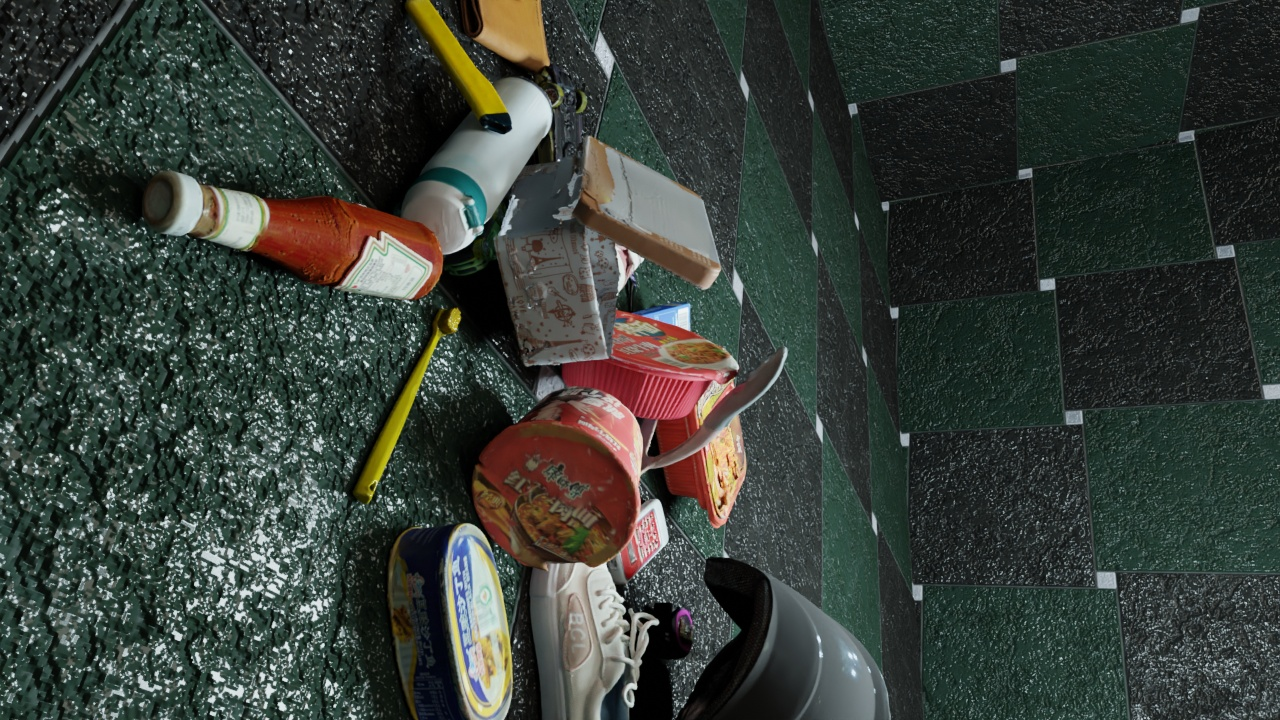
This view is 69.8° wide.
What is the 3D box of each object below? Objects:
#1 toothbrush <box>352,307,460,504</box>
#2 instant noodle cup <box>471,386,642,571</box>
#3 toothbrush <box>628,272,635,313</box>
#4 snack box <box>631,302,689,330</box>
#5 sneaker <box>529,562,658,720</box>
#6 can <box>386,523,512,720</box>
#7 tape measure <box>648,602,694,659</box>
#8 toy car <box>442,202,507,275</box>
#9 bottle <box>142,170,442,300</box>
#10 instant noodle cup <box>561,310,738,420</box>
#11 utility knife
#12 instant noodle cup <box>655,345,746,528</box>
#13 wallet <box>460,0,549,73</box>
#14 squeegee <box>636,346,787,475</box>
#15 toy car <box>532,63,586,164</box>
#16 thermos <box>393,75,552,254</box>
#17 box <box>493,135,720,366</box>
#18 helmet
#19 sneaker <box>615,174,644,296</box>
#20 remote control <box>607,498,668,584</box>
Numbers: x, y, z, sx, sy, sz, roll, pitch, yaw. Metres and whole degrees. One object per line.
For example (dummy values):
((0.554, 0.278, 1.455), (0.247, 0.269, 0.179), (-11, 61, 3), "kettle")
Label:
((-0.169, 0.026, 0.681), (0.016, 0.017, 0.189), (60, 30, -37), "toothbrush")
((-0.060, 0.089, 0.773), (0.108, 0.138, 0.138), (-65, 139, -65), "instant noodle cup")
((-0.011, -0.112, 1.108), (0.014, 0.017, 0.189), (21, 60, -64), "toothbrush")
((0.015, -0.018, 1.072), (0.156, 0.026, 0.084), (-19, 111, -60), "snack box")
((-0.037, 0.246, 0.803), (0.089, 0.091, 0.242), (30, 52, -62), "sneaker")
((-0.134, 0.190, 0.653), (0.074, 0.049, 0.148), (-5, 86, -66), "can")
((0.035, 0.299, 1.009), (0.058, 0.039, 0.057), (55, 33, -45), "tape measure")
((-0.138, -0.101, 0.773), (0.091, 0.043, 0.036), (-73, 151, -50), "toy car")
((-0.211, -0.078, 0.582), (0.205, 0.060, 0.059), (9, 72, -62), "bottle")
((-0.005, 0.005, 0.905), (0.193, 0.194, 0.066), (-21, 128, -66), "instant noodle cup")
((-0.155, -0.250, 0.764), (0.033, 0.015, 0.164), (-18, 70, -47), "utility knife")
((0.076, 0.093, 1.129), (0.164, 0.079, 0.189), (-47, 128, -62), "instant noodle cup")
((-0.136, -0.356, 0.906), (0.130, 0.035, 0.119), (-3, 89, -67), "wallet")
((0.063, 0.064, 0.919), (0.040, 0.250, 0.246), (43, 34, -11), "squeegee")
((-0.085, -0.222, 0.945), (0.070, 0.042, 0.158), (-21, 110, -67), "toy car")
((-0.137, -0.166, 0.770), (0.223, 0.073, 0.073), (-72, 144, -51), "thermos")
((-0.019, -0.108, 0.810), (0.182, 0.181, 0.154), (-87, 171, -57), "box")
((0.111, 0.344, 0.898), (0.232, 0.230, 0.275), (-53, 166, -30), "helmet")
((-0.008, -0.145, 1.013), (0.240, 0.088, 0.118), (-73, 157, -53), "sneaker")
((-0.002, 0.194, 0.992), (0.135, 0.020, 0.056), (-23, 100, -66), "remote control")
